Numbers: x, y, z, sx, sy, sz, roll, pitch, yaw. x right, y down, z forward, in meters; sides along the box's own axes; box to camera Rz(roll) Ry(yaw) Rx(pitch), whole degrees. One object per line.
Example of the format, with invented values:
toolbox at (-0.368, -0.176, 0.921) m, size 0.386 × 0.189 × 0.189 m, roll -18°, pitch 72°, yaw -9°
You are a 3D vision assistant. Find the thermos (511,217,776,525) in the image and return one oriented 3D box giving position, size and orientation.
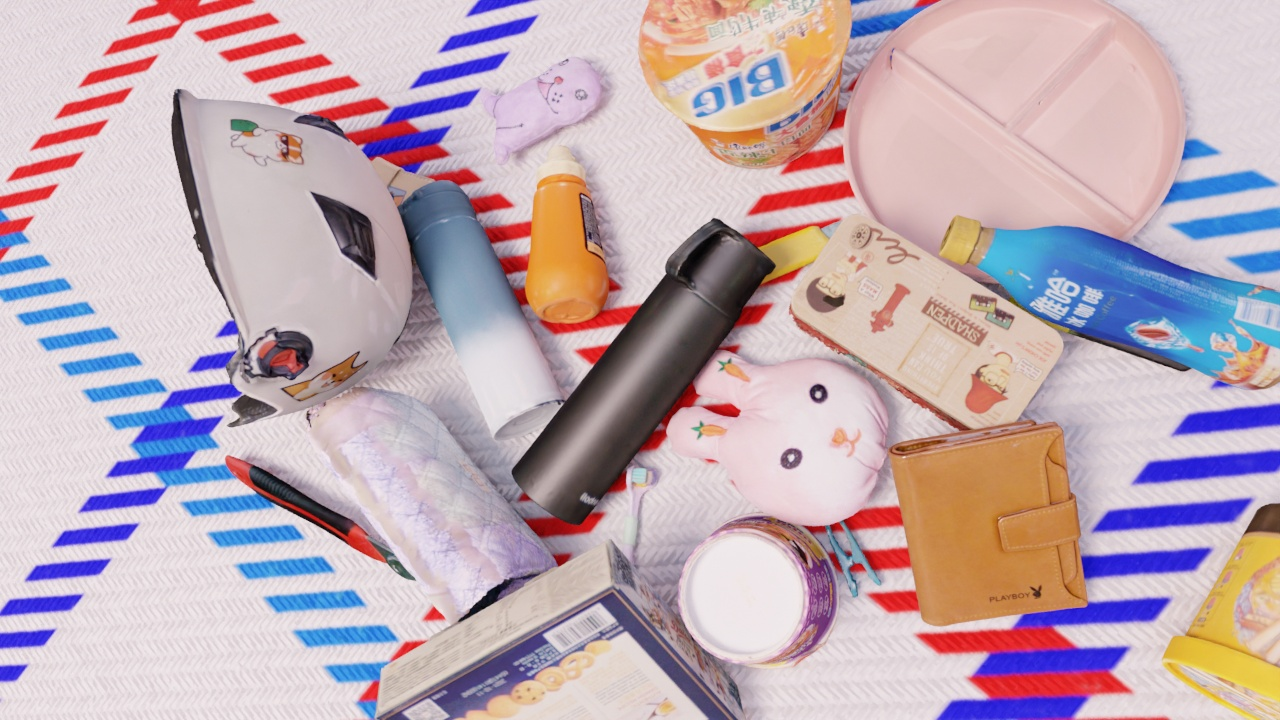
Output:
thermos at (-0.004, 0.004, 0.673) m, size 0.068 × 0.090 × 0.242 m, roll 41°, pitch 97°, yaw 37°

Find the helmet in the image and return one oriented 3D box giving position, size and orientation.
helmet at (-0.255, -0.079, 0.703) m, size 0.156 × 0.275 × 0.230 m, roll -11°, pitch 62°, yaw -24°

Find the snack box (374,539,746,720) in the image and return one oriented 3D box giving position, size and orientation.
snack box at (-0.048, 0.228, 0.614) m, size 0.178 × 0.182 × 0.045 m, roll -31°, pitch 31°, yaw 8°

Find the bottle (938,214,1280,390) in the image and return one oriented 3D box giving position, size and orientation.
bottle at (0.304, -0.045, 0.594) m, size 0.219 × 0.065 × 0.065 m, roll 20°, pitch 85°, yaw 8°

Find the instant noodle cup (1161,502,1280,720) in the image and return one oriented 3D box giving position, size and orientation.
instant noodle cup at (0.386, 0.154, 0.530) m, size 0.118 × 0.118 × 0.114 m, roll 27°, pitch 79°, yaw 19°

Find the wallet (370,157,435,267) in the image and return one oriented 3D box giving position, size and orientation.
wallet at (-0.238, -0.136, 0.814) m, size 0.115 × 0.024 × 0.087 m, roll 20°, pitch 90°, yaw 20°

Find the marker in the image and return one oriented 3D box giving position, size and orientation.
marker at (0.317, -0.021, 0.633) m, size 0.124 × 0.015 × 0.018 m, roll 24°, pitch 86°, yaw 17°

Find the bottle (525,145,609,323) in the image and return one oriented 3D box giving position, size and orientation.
bottle at (-0.062, -0.106, 0.739) m, size 0.067 × 0.067 × 0.149 m, roll -10°, pitch 69°, yaw 14°

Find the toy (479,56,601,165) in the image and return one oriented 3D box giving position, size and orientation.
toy at (-0.082, -0.218, 0.776) m, size 0.108 × 0.039 × 0.083 m, roll -25°, pitch 65°, yaw 11°

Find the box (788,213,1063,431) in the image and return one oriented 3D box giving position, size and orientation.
box at (0.191, -0.020, 0.643) m, size 0.168 × 0.075 × 0.091 m, roll 34°, pitch 90°, yaw 11°

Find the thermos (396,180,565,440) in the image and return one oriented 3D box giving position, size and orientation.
thermos at (-0.130, -0.045, 0.740) m, size 0.070 × 0.070 × 0.220 m, roll -29°, pitch 74°, yaw 9°

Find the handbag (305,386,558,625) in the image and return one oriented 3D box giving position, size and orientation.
handbag at (-0.150, 0.106, 0.681) m, size 0.194 × 0.134 × 0.075 m, roll 44°, pitch 95°, yaw 19°

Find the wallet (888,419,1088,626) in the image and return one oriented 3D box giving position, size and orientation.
wallet at (0.227, 0.108, 0.597) m, size 0.108 × 0.031 × 0.132 m, roll -11°, pitch 108°, yaw 13°

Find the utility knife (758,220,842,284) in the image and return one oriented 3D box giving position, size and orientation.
utility knife at (0.089, -0.069, 0.708) m, size 0.181 × 0.015 × 0.033 m, roll -21°, pitch 87°, yaw 11°

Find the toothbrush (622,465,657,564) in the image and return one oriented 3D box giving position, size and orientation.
toothbrush at (-0.011, 0.174, 0.689) m, size 0.021 × 0.029 × 0.189 m, roll -4°, pitch 77°, yaw 57°

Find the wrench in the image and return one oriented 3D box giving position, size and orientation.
wrench at (-0.244, 0.138, 0.750) m, size 0.273 × 0.056 × 0.016 m, roll 24°, pitch 52°, yaw 21°

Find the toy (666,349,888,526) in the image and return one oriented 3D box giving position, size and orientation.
toy at (0.098, 0.050, 0.663) m, size 0.160 × 0.054 × 0.121 m, roll 17°, pitch 74°, yaw 25°

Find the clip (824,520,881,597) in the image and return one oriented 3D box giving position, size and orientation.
clip at (0.148, 0.139, 0.651) m, size 0.047 × 0.014 × 0.057 m, roll -27°, pitch 72°, yaw 12°

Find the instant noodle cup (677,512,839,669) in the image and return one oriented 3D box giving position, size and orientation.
instant noodle cup at (0.077, 0.157, 0.624) m, size 0.112 × 0.099 × 0.111 m, roll -3°, pitch 77°, yaw 14°

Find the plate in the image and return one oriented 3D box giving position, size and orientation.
plate at (0.266, -0.164, 0.669) m, size 0.230 × 0.028 × 0.229 m, roll -3°, pitch 79°, yaw 15°

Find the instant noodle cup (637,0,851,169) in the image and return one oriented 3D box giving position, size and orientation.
instant noodle cup at (0.084, -0.220, 0.688) m, size 0.151 × 0.111 × 0.151 m, roll -3°, pitch 78°, yaw 16°
